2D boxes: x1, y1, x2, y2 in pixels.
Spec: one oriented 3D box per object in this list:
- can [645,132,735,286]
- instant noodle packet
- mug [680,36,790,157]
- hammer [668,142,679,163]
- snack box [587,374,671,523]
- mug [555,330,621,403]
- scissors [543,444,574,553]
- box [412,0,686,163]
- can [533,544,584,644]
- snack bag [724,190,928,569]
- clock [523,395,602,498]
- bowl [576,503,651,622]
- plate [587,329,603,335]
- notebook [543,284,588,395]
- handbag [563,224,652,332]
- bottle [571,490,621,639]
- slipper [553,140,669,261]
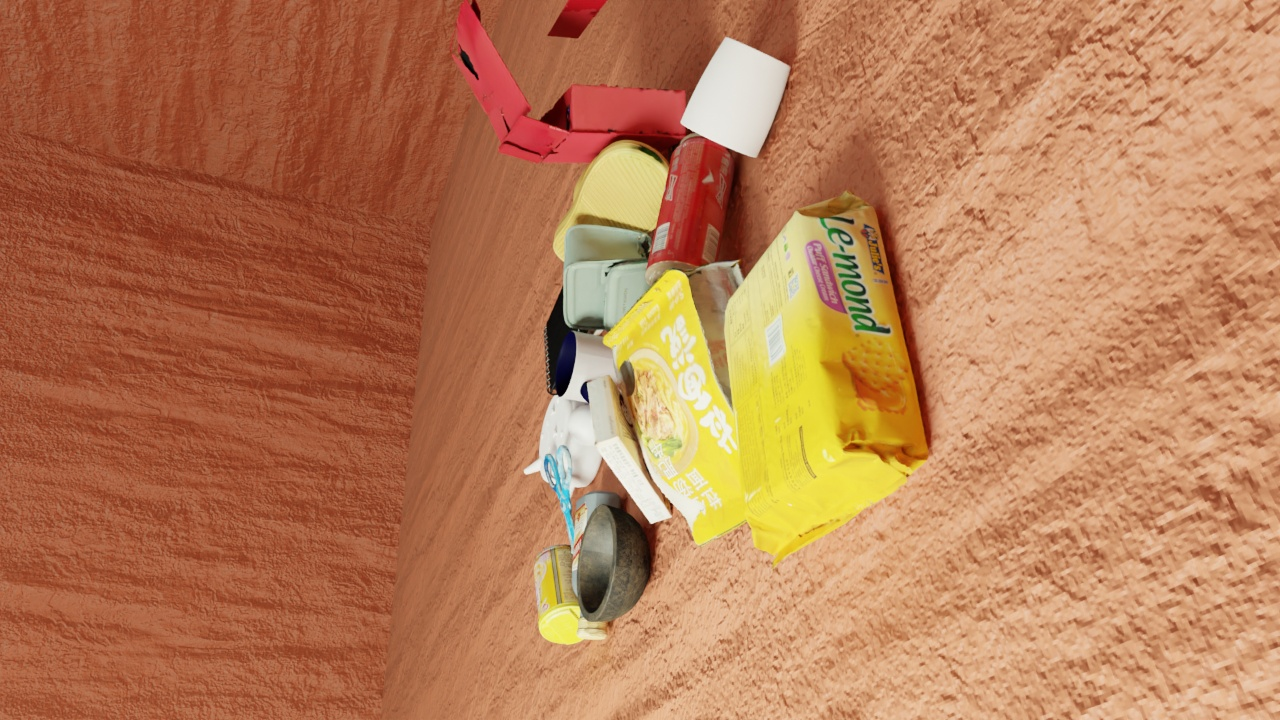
[{"bbox_3d":[0.051,-0.143,0.912,0.067,0.067,0.169,140,146,-61],"label":"can"},{"bbox_3d":[0.054,0.044,0.826,0.163,0.084,0.221,-44,57,54],"label":"instant noodle packet"},{"bbox_3d":[0.097,-0.253,0.883,0.088,0.081,0.114,-65,-8,18],"label":"mug"},{"bbox_3d":[0.039,-0.140,1.033,0.147,0.028,0.316,129,146,-53],"label":"hammer"},{"bbox_3d":[-0.010,0.091,0.913,0.150,0.026,0.081,59,-166,-45],"label":"snack box"},{"bbox_3d":[-0.038,0.022,1.058,0.111,0.096,0.079,-109,35,-54],"label":"mug"},{"bbox_3d":[-0.098,0.177,1.143,0.090,0.014,0.141,-17,83,60],"label":"scissors"},{"bbox_3d":[-0.117,-0.289,1.039,0.124,0.315,0.211,-68,15,-2],"label":"box"},{"bbox_3d":[-0.094,0.285,1.117,0.105,0.067,0.068,-107,33,-53],"label":"can"},{"bbox_3d":[0.121,0.010,0.669,0.160,0.068,0.246,129,146,-51],"label":"snack bag"},{"bbox_3d":[-0.097,0.100,1.215,0.125,0.072,0.161,-102,30,-47],"label":"clock"},{"bbox_3d":[-0.022,0.216,0.970,0.121,0.056,0.121,-170,91,-70],"label":"bowl"},{"bbox_3d":[-0.069,-0.109,1.330,0.187,0.016,0.186,150,128,-65],"label":"plate"},{"bbox_3d":[-0.093,-0.068,1.257,0.231,0.019,0.169,-105,38,-64],"label":"notebook"},{"bbox_3d":[-0.037,-0.091,1.059,0.122,0.106,0.067,96,176,-52],"label":"handbag"},{"bbox_3d":[-0.052,0.237,1.058,0.072,0.046,0.161,135,141,-59],"label":"bottle"},{"bbox_3d":[-0.028,-0.185,1.065,0.264,0.099,0.078,-39,24,60],"label":"slipper"}]
